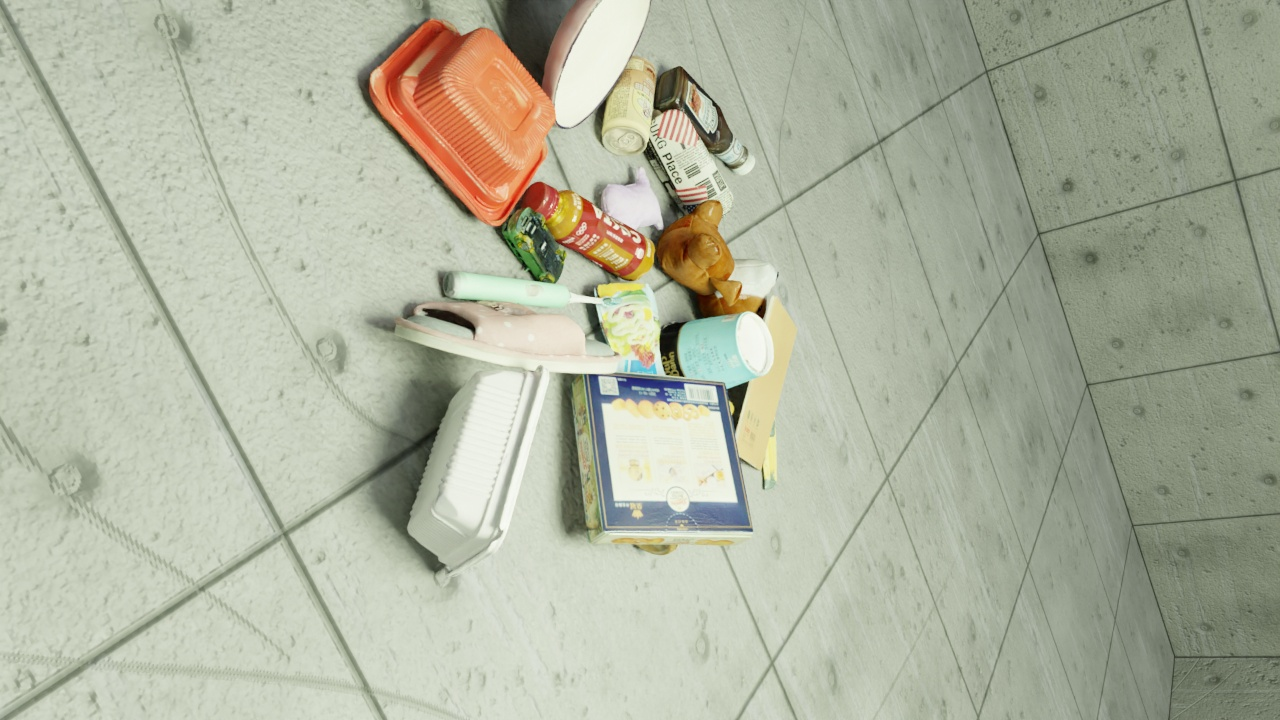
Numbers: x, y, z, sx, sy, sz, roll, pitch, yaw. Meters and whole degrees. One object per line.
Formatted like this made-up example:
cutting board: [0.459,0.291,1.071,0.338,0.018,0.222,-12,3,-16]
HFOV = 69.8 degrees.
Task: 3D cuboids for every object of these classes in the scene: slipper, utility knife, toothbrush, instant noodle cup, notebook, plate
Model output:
slipper: [-0.114,-0.026,0.877,0.273,0.114,0.054,8,97,-53]
utility knife: [0.178,0.086,1.290,0.031,0.021,0.198,21,58,-46]
toothbrush: [-0.105,-0.068,0.948,0.224,0.027,0.026,3,82,-46]
instant noodle cup: [0.094,-0.007,1.120,0.111,0.121,0.111,20,63,-47]
instant noodle cup: [-0.146,0.088,0.792,0.060,0.138,0.173,26,57,-18]
instant noodle cup: [-0.160,-0.249,0.911,0.189,0.079,0.164,47,42,-26]
notebook: [0.166,0.034,1.207,0.147,0.008,0.207,37,67,-65]
plate: [-0.055,-0.352,1.023,0.039,0.193,0.191,34,42,7]

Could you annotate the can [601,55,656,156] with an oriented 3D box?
can: [-0.014,-0.315,1.134,0.058,0.059,0.116,31,56,-42]

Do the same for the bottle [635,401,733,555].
bottle: [0.056,0.124,1.063,0.065,0.065,0.218,56,46,-24]

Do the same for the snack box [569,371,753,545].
snack box: [0.022,0.104,0.979,0.177,0.046,0.182,6,62,-27]

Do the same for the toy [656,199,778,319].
toy: [0.111,-0.108,1.185,0.199,0.131,0.139,58,28,-35]

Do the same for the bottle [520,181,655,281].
bottle: [-0.058,-0.145,1.024,0.174,0.058,0.057,25,60,-45]

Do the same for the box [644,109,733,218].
box: [0.064,-0.251,1.191,0.076,0.087,0.163,-50,122,-30]

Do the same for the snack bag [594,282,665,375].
snack bag: [-0.006,0.006,1.060,0.110,0.039,0.191,-4,84,-55]

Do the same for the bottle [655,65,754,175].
bottle: [0.095,-0.327,1.291,0.194,0.044,0.079,33,55,-42]

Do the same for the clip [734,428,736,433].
clip: [0.110,0.118,1.176,0.104,0.035,0.081,28,55,-54]

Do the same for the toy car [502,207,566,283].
toy car: [-0.111,-0.118,0.964,0.091,0.036,0.043,56,44,-41]

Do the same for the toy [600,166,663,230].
toy: [-0.011,-0.190,1.113,0.107,0.039,0.084,-28,100,-51]
